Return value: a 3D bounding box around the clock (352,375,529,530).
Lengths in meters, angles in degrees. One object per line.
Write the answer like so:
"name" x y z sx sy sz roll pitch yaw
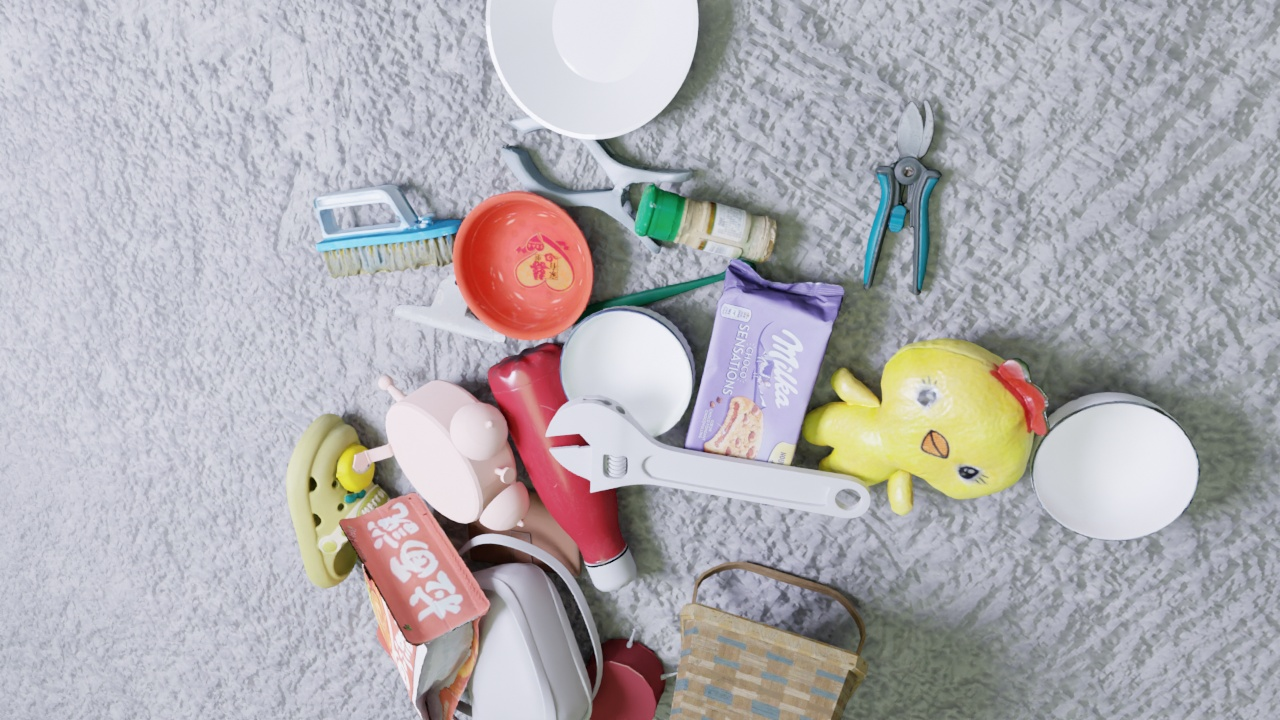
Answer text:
"clock" -0.182 0.091 0.847 0.161 0.086 0.131 10 126 33

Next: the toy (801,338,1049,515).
"toy" 0.223 0.051 0.731 0.208 0.092 0.134 -23 98 33

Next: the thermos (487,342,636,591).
"thermos" -0.063 0.103 0.843 0.073 0.073 0.240 -17 102 22

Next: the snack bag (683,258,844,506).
"snack bag" 0.097 0.022 0.771 0.096 0.058 0.206 17 114 9

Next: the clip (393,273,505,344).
"clip" -0.174 -0.047 0.856 0.102 0.053 0.058 16 146 11

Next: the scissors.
"scissors" 0.201 -0.119 0.715 0.150 0.019 0.131 -38 94 25

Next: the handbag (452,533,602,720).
"handbag" -0.151 0.294 0.929 0.223 0.095 0.215 -30 76 41

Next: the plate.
"plate" -0.035 -0.266 0.729 0.174 0.036 0.174 5 109 16

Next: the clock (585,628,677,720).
"clock" -0.026 0.332 0.924 0.087 0.044 0.125 44 115 0

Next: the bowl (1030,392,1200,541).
"bowl" 0.359 0.074 0.706 0.113 0.063 0.113 6 110 15

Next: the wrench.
"wrench" 0.055 0.084 0.766 0.273 0.018 0.087 8 115 10

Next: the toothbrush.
"toothbrush" 0.011 -0.059 0.797 0.190 0.017 0.016 -14 121 23

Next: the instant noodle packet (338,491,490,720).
"instant noodle packet" -0.227 0.268 0.915 0.164 0.083 0.221 45 140 34

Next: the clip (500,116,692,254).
"clip" -0.046 -0.144 0.780 0.163 0.027 0.106 23 115 10

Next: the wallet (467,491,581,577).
"wallet" -0.117 0.169 0.914 0.121 0.013 0.087 4 109 17

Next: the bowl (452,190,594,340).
"bowl" -0.096 -0.086 0.804 0.131 0.045 0.131 5 109 16

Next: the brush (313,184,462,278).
"brush" -0.223 -0.119 0.828 0.136 0.055 0.075 -3 112 18

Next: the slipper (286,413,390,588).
"slipper" -0.300 0.149 0.926 0.082 0.091 0.191 8 113 12

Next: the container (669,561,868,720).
"container" 0.106 0.275 0.803 0.157 0.185 0.250 15 149 12

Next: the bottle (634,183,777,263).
"bottle" 0.053 -0.109 0.737 0.111 0.043 0.043 13 112 -7

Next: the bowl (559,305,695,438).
"bowl" -0.005 0.005 0.797 0.118 0.062 0.118 6 109 16
